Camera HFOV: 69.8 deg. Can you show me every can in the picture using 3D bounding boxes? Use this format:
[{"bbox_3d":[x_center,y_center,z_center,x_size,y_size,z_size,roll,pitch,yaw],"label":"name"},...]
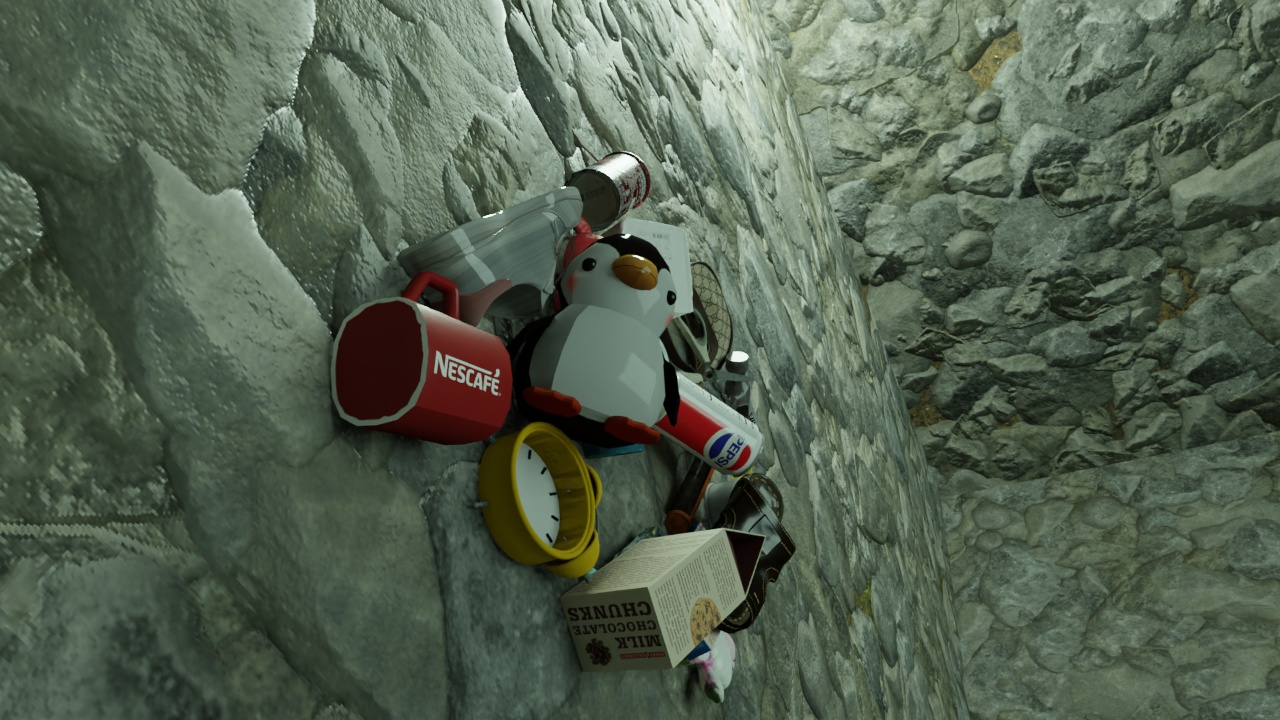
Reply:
[{"bbox_3d":[0.073,0.076,1.060,0.132,0.070,0.070,34,36,-16],"label":"can"}]

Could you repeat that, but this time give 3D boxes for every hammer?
[{"bbox_3d":[0.090,0.122,1.162,0.313,0.035,0.138,-56,148,-55],"label":"hammer"}]

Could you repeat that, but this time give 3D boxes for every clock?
[{"bbox_3d":[-0.077,0.117,0.763,0.152,0.052,0.113,45,35,-43],"label":"clock"}]

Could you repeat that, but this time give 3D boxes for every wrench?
[{"bbox_3d":[0.154,0.129,1.354,0.084,0.018,0.272,63,24,-26],"label":"wrench"}]

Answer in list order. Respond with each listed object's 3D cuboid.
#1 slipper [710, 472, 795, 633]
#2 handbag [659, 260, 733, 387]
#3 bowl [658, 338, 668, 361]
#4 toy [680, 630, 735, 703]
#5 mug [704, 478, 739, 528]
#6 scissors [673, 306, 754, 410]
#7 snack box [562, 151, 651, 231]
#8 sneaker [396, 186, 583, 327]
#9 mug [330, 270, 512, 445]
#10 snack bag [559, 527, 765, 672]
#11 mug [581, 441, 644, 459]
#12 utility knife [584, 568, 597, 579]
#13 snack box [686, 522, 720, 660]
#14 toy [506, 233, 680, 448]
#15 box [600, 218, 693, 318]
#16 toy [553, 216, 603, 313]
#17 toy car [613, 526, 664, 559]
[{"bbox_3d":[0.123,0.200,1.018,0.113,0.076,0.267,54,30,-5],"label":"slipper"},{"bbox_3d":[0.066,-0.047,1.230,0.138,0.063,0.166,-49,127,-45],"label":"handbag"},{"bbox_3d":[-0.006,0.006,0.996,0.117,0.061,0.117,50,32,-47],"label":"bowl"},{"bbox_3d":[0.078,0.327,1.007,0.079,0.038,0.122,65,20,12],"label":"toy"},{"bbox_3d":[0.135,0.206,1.186,0.113,0.071,0.084,68,23,-10],"label":"mug"},{"bbox_3d":[0.072,0.010,1.137,0.157,0.013,0.171,-23,91,-33],"label":"scissors"},{"bbox_3d":[-0.038,-0.194,1.046,0.072,0.072,0.121,68,23,-15],"label":"snack box"},{"bbox_3d":[-0.106,-0.081,0.771,0.235,0.099,0.089,-41,112,-59],"label":"sneaker"},{"bbox_3d":[-0.147,-0.005,0.628,0.096,0.081,0.116,26,58,-62],"label":"mug"},{"bbox_3d":[0.032,0.204,0.846,0.205,0.095,0.070,-21,95,-56],"label":"snack bag"},{"bbox_3d":[-0.033,0.033,0.900,0.078,0.078,0.121,7,74,-67],"label":"mug"},{"bbox_3d":[-0.033,0.213,0.853,0.141,0.015,0.022,49,39,-41],"label":"utility knife"},{"bbox_3d":[0.059,0.246,0.995,0.088,0.033,0.153,55,23,-2],"label":"snack box"},{"bbox_3d":[-0.033,-0.021,0.817,0.159,0.140,0.183,21,70,-14],"label":"toy"},{"bbox_3d":[0.006,-0.093,1.094,0.151,0.132,0.107,4,78,-35],"label":"box"},{"bbox_3d":[-0.057,-0.090,0.922,0.093,0.088,0.133,-28,100,-57],"label":"toy"},{"bbox_3d":[-0.001,0.197,0.915,0.089,0.027,0.039,-29,99,-58],"label":"toy car"}]
